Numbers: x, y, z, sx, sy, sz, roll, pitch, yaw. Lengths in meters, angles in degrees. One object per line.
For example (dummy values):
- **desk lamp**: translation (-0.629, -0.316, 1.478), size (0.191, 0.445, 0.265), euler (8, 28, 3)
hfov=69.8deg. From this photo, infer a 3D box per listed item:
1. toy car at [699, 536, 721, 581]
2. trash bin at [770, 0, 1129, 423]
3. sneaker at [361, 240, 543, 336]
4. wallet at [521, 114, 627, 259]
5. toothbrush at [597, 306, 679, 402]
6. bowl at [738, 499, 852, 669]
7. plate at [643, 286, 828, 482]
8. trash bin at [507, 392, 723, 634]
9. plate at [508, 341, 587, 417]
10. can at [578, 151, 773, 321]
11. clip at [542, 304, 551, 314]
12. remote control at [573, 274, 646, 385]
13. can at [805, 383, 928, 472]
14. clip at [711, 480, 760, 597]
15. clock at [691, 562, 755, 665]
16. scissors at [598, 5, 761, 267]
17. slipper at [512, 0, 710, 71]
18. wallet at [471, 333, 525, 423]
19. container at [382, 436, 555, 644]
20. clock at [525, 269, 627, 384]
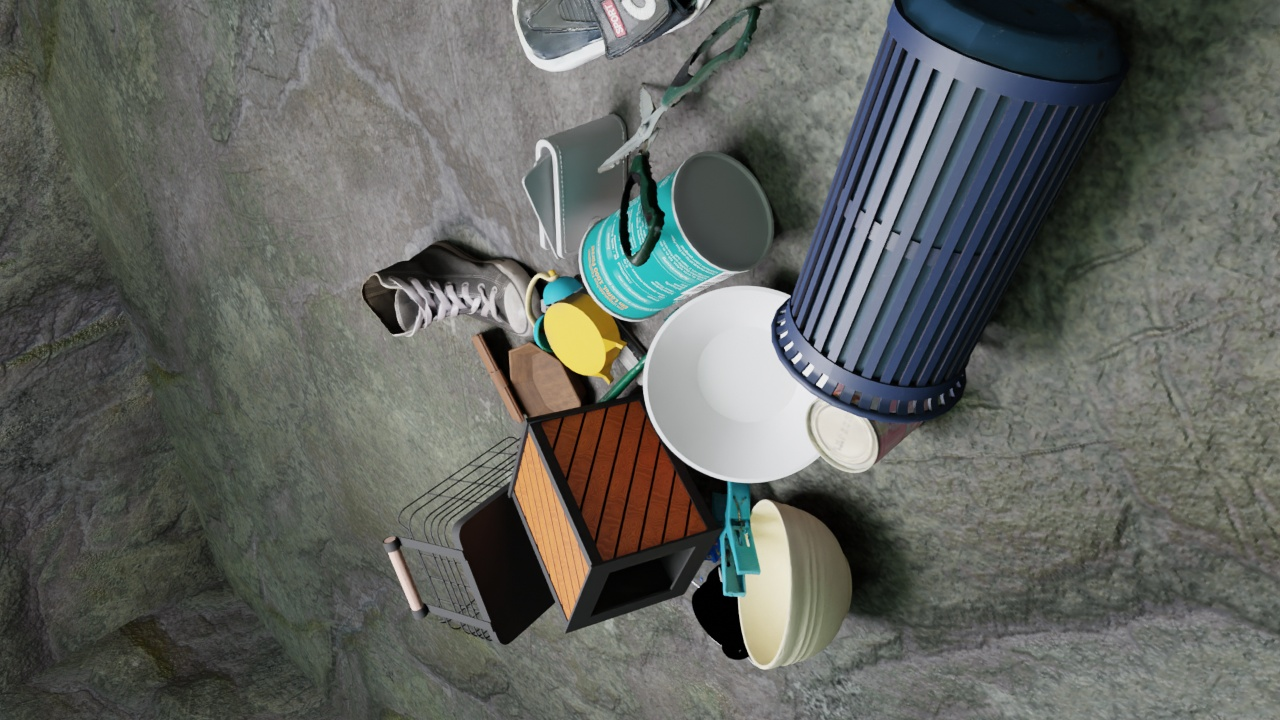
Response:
- **toy car**: translation (0.054, 0.212, 0.991), size (0.092, 0.061, 0.033), euler (0, 115, 50)
- **trash bin**: translation (0.180, -0.097, 0.566), size (0.139, 0.139, 0.250), euler (38, 137, 26)
- **sneaker**: translation (-0.216, -0.069, 1.064), size (0.235, 0.119, 0.095), euler (26, 133, 34)
- **wallet**: translation (-0.062, -0.150, 0.828), size (0.037, 0.115, 0.119), euler (30, 135, 34)
- **toothbrush**: translation (-0.006, 0.005, 0.928), size (0.017, 0.016, 0.190), euler (51, 133, 10)
- **bowl**: translation (0.146, 0.206, 0.844), size (0.151, 0.075, 0.150), euler (-175, 91, -80)
- **plate**: translation (0.091, 0.017, 0.790), size (0.174, 0.036, 0.174), euler (3, 107, 9)
- **trash bin**: translation (-0.034, 0.154, 0.946), size (0.171, 0.139, 0.140), euler (61, 149, 32)
- **plate**: translation (-0.105, 0.033, 1.083), size (0.131, 0.025, 0.131), euler (29, 134, 34)
- **can**: translation (0.027, -0.100, 0.772), size (0.144, 0.099, 0.099), euler (-23, 97, 54)
- **clip**: translation (-0.102, -0.050, 1.033), size (0.050, 0.013, 0.029), euler (22, 129, 43)
- **remote control**: translation (-0.030, -0.031, 0.961), size (0.136, 0.013, 0.033), euler (51, 142, 13)
- **can**: translation (0.177, 0.041, 0.715), size (0.067, 0.076, 0.067), euler (29, 134, 35)
- **clip**: translation (0.087, 0.173, 0.903), size (0.120, 0.030, 0.130), euler (123, 151, -60)
- **clock**: translation (0.106, 0.279, 0.994), size (0.120, 0.042, 0.091), euler (56, 144, 4)
- **scissors**: translation (0.021, -0.167, 0.707), size (0.202, 0.015, 0.205), euler (-31, 46, 47)
- **slipper**: translation (-0.033, -0.299, 0.737), size (0.264, 0.063, 0.111), euler (1, 115, 52)
- **wallet**: translation (-0.179, 0.021, 1.152), size (0.121, 0.013, 0.087), euler (64, 167, -6)
- **container**: translation (-0.164, 0.207, 1.107), size (0.130, 0.240, 0.163), euler (1, 116, 41)
- **clock**: translation (-0.071, -0.036, 0.959), size (0.129, 0.043, 0.099), euler (40, 139, 16)
